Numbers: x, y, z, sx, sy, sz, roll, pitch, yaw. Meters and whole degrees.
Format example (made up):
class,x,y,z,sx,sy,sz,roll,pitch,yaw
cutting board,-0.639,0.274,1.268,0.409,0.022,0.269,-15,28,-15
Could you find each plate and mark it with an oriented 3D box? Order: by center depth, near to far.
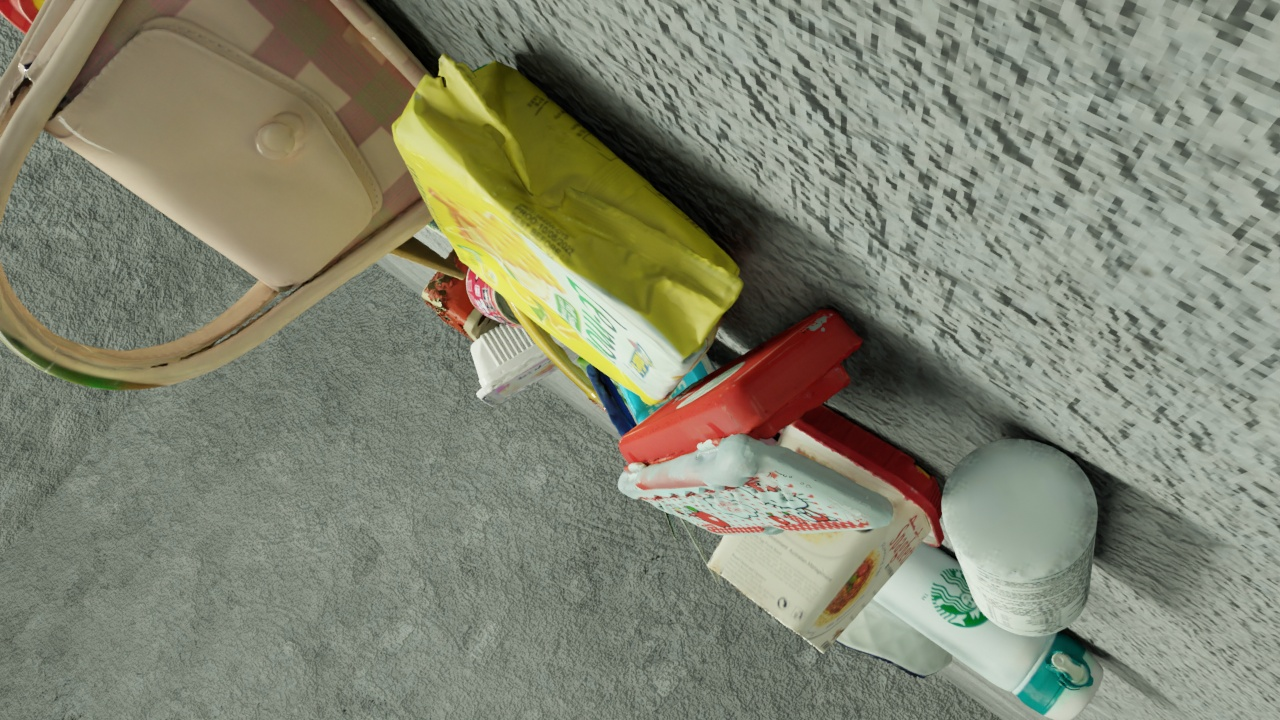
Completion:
class,x,y,z,sx,sy,sz,roll,pitch,yaw
plate,0.201,0.203,0.845,0.205,0.046,0.204,25,-167,-6

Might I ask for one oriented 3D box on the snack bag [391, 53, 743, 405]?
class,x,y,z,sx,sy,sz,roll,pitch,yaw
snack bag,-0.029,-0.054,0.464,0.158,0.068,0.246,37,173,2

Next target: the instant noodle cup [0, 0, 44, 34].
class,x,y,z,sx,sy,sz,roll,pitch,yaw
instant noodle cup,-0.309,-0.234,0.535,0.123,0.116,0.116,46,178,30

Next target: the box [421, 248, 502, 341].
class,x,y,z,sx,sy,sz,roll,pitch,yaw
box,-0.179,-0.073,0.963,0.077,0.091,0.168,33,173,1

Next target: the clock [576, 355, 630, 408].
class,x,y,z,sx,sy,sz,roll,pitch,yaw
clock,-0.005,0.004,0.765,0.161,0.056,0.116,35,172,13

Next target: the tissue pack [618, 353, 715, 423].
class,x,y,z,sx,sy,sz,roll,pitch,yaw
tissue pack,0.034,0.036,0.635,0.140,0.063,0.090,64,-173,27

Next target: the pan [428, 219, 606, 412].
class,x,y,z,sx,sy,sz,roll,pitch,yaw
pan,-0.134,-0.095,0.663,0.357,0.078,0.198,38,173,-7

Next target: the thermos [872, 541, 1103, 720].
class,x,y,z,sx,sy,sz,roll,pitch,yaw
thermos,0.247,0.193,0.725,0.224,0.073,0.073,34,172,23

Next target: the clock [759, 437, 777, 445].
class,x,y,z,sx,sy,sz,roll,pitch,yaw
clock,0.104,0.100,0.795,0.117,0.060,0.158,44,178,-19

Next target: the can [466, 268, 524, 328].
class,x,y,z,sx,sy,sz,roll,pitch,yaw
can,-0.107,-0.063,0.783,0.066,0.066,0.094,40,172,-23

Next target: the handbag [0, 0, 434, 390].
class,x,y,z,sx,sy,sz,roll,pitch,yaw
handbag,-0.214,-0.091,0.448,0.093,0.234,0.193,32,172,40

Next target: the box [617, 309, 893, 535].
class,x,y,z,sx,sy,sz,roll,pitch,yaw
box,0.055,0.055,0.470,0.098,0.095,0.202,54,161,0

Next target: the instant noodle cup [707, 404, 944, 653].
class,x,y,z,sx,sy,sz,roll,pitch,yaw
instant noodle cup,0.116,0.110,0.586,0.117,0.124,0.116,32,171,32

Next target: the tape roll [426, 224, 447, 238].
class,x,y,z,sx,sy,sz,roll,pitch,yaw
tape roll,-0.234,-0.161,0.971,0.086,0.014,0.086,36,172,5

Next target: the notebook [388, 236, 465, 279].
class,x,y,z,sx,sy,sz,roll,pitch,yaw
notebook,-0.231,-0.110,0.590,0.149,0.012,0.211,34,-170,39

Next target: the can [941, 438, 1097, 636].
class,x,y,z,sx,sy,sz,roll,pitch,yaw
can,0.176,0.087,0.421,0.058,0.058,0.147,32,172,34

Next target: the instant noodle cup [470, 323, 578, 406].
class,x,y,z,sx,sy,sz,roll,pitch,yaw
instant noodle cup,-0.121,-0.012,0.981,0.060,0.138,0.173,58,174,4

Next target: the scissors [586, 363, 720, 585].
class,x,y,z,sx,sy,sz,roll,pitch,yaw
scissors,0.011,0.075,0.630,0.174,0.012,0.162,60,-176,3
